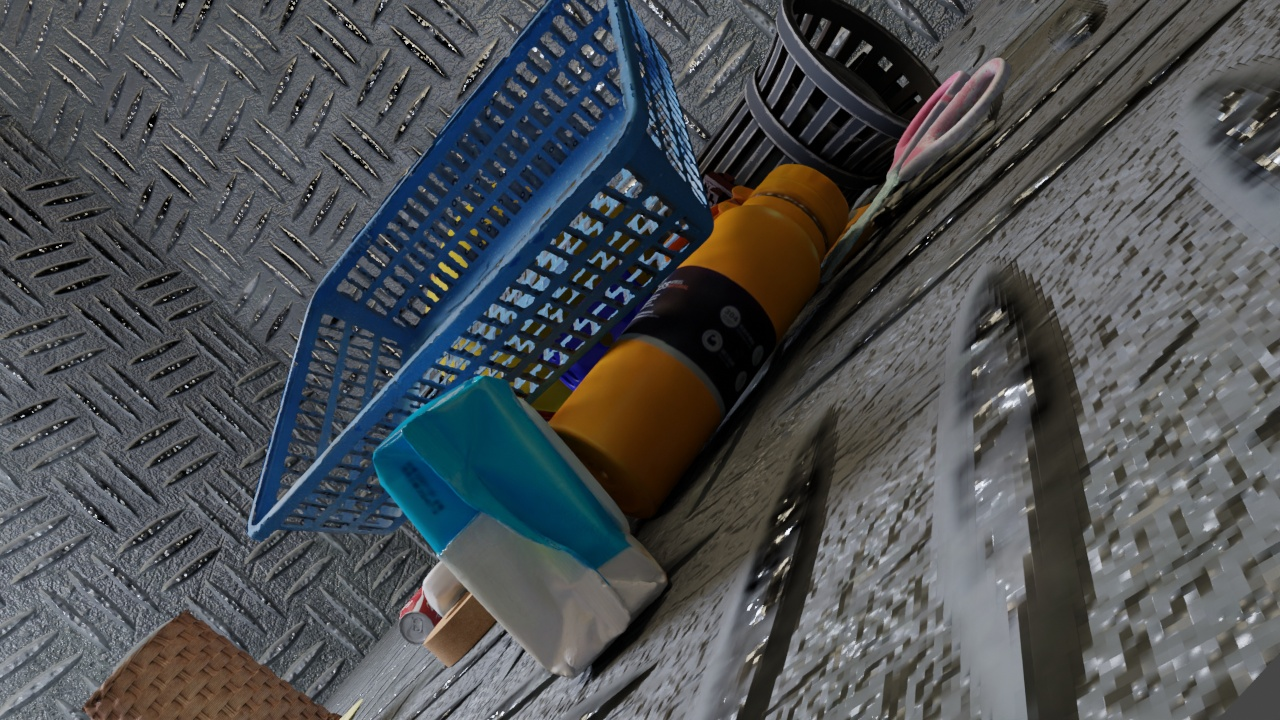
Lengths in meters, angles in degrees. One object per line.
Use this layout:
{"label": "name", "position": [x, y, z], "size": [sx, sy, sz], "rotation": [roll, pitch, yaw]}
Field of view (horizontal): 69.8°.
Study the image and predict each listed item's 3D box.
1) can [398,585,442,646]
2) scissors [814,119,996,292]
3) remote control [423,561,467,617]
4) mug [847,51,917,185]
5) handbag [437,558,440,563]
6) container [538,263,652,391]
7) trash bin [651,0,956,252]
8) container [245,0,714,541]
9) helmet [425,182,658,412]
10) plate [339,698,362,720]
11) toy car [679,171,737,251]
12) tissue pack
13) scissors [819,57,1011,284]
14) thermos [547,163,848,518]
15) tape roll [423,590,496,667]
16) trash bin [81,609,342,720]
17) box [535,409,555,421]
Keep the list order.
{"label": "can", "position": [-0.242, 0.289, 1.073], "size": [0.054, 0.054, 0.096], "rotation": [-47, 2, 18]}
{"label": "scissors", "position": [0.151, -0.088, 0.612], "size": [0.113, 0.016, 0.229], "rotation": [-49, 4, -26]}
{"label": "remote control", "position": [-0.163, 0.206, 0.832], "size": [0.060, 0.028, 0.114], "rotation": [-45, -21, -16]}
{"label": "mug", "position": [0.198, -0.208, 0.853], "size": [0.122, 0.094, 0.085], "rotation": [-47, 1, 9]}
{"label": "handbag", "position": [-0.154, 0.100, 0.963], "size": [0.175, 0.072, 0.196], "rotation": [-53, -38, -74]}
{"label": "container", "position": [-0.004, 0.004, 0.658], "size": [0.084, 0.113, 0.085], "rotation": [-48, 2, -16]}
{"label": "trash bin", "position": [0.122, -0.164, 0.776], "size": [0.228, 0.164, 0.163], "rotation": [-51, -1, 40]}
{"label": "container", "position": [-0.102, -0.059, 0.586], "size": [0.363, 0.089, 0.256], "rotation": [-41, 34, 27]}
{"label": "helmet", "position": [-0.076, -0.083, 0.789], "size": [0.140, 0.209, 0.239], "rotation": [106, 177, -63]}
{"label": "plate", "position": [-0.254, 0.331, 0.657], "size": [0.184, 0.036, 0.184], "rotation": [-47, 1, 1]}
{"label": "toy car", "position": [0.060, -0.059, 0.691], "size": [0.061, 0.070, 0.170], "rotation": [-28, -31, -40]}
{"label": "tissue pack", "position": [-0.056, 0.069, 0.425], "size": [0.066, 0.117, 0.209], "rotation": [-42, 1, -10]}
{"label": "scissors", "position": [0.163, -0.114, 0.564], "size": [0.178, 0.016, 0.101], "rotation": [-53, 11, -5]}
{"label": "thermos", "position": [0.035, -0.026, 0.535], "size": [0.232, 0.091, 0.076], "rotation": [-51, 0, -24]}
{"label": "tape roll", "position": [-0.136, 0.206, 0.756], "size": [0.094, 0.027, 0.094], "rotation": [-47, 2, 1]}
{"label": "trash bin", "position": [-0.394, 0.347, 0.866], "size": [0.151, 0.210, 0.151], "rotation": [-47, 2, 2]}
{"label": "box", "position": [-0.052, 0.024, 0.924], "size": [0.136, 0.126, 0.158], "rotation": [-14, -21, -39]}
